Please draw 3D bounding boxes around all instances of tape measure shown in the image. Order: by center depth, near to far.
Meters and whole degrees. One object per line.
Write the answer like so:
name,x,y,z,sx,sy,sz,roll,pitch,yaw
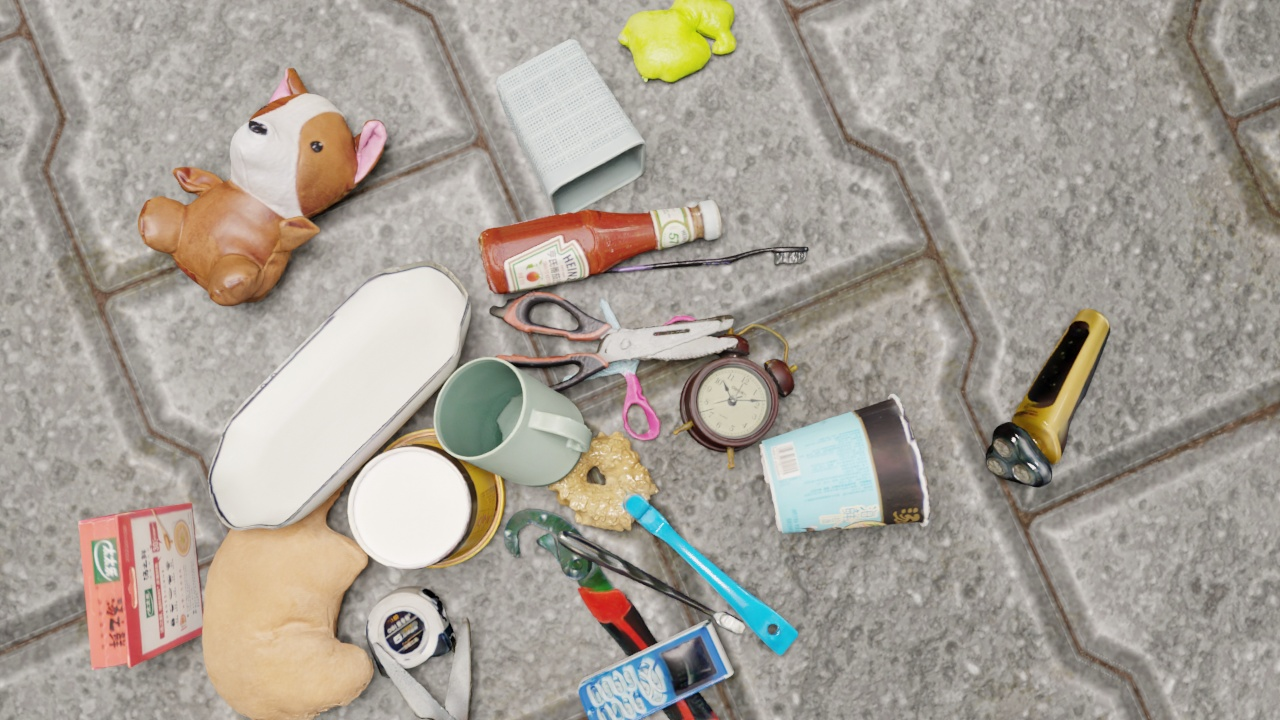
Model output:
tape measure,-0.195,0.224,0.772,0.065,0.033,0.066,-20,89,-4

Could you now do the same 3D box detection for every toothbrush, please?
toothbrush,0.010,0.189,0.782,0.181,0.018,0.015,28,80,-4
toothbrush,0.056,-0.085,0.813,0.189,0.014,0.017,-6,98,-2

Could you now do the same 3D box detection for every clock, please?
clock,0.083,0.026,0.784,0.082,0.055,0.122,32,84,2

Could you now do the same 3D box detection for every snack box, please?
snack box,-0.395,0.175,0.721,0.044,0.127,0.113,-7,85,-3

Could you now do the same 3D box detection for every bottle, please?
bottle,-0.033,-0.102,0.788,0.206,0.060,0.059,-11,86,-4

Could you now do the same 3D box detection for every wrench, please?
wrench,-0.016,0.232,0.785,0.056,0.016,0.273,-41,88,-4

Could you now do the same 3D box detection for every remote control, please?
remote control,0.012,0.263,0.763,0.125,0.024,0.049,-24,86,-3

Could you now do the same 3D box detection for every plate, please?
plate,-0.240,0.031,0.752,0.265,0.034,0.162,-47,47,-6

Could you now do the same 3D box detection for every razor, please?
razor,0.358,0.029,0.796,0.067,0.062,0.167,37,79,-29

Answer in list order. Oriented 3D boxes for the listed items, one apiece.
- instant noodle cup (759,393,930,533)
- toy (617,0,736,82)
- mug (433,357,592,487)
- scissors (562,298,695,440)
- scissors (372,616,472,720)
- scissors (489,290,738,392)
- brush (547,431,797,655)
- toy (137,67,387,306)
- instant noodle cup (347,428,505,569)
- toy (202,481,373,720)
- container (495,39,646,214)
instant noodle cup,0.165,0.095,0.764,0.120,0.111,0.111,-13,86,5
toy,0.035,-0.289,0.818,0.096,0.031,0.100,28,85,-2
mug,-0.087,0.054,0.725,0.112,0.106,0.082,4,71,30
scissors,-0.005,0.005,0.804,0.133,0.017,0.134,-17,87,1
scissors,-0.145,0.330,0.761,0.227,0.022,0.221,25,91,-7
scissors,-0.031,-0.025,0.783,0.205,0.015,0.199,-44,76,3
brush,0.028,0.154,0.773,0.254,0.046,0.083,40,81,7
toy,-0.310,-0.146,0.757,0.140,0.131,0.199,37,76,7
instant noodle cup,-0.174,0.114,0.740,0.118,0.114,0.118,0,86,-2
toy,-0.290,0.179,0.753,0.143,0.082,0.226,-4,80,0
container,-0.062,-0.197,0.781,0.090,0.090,0.111,-30,84,-4
